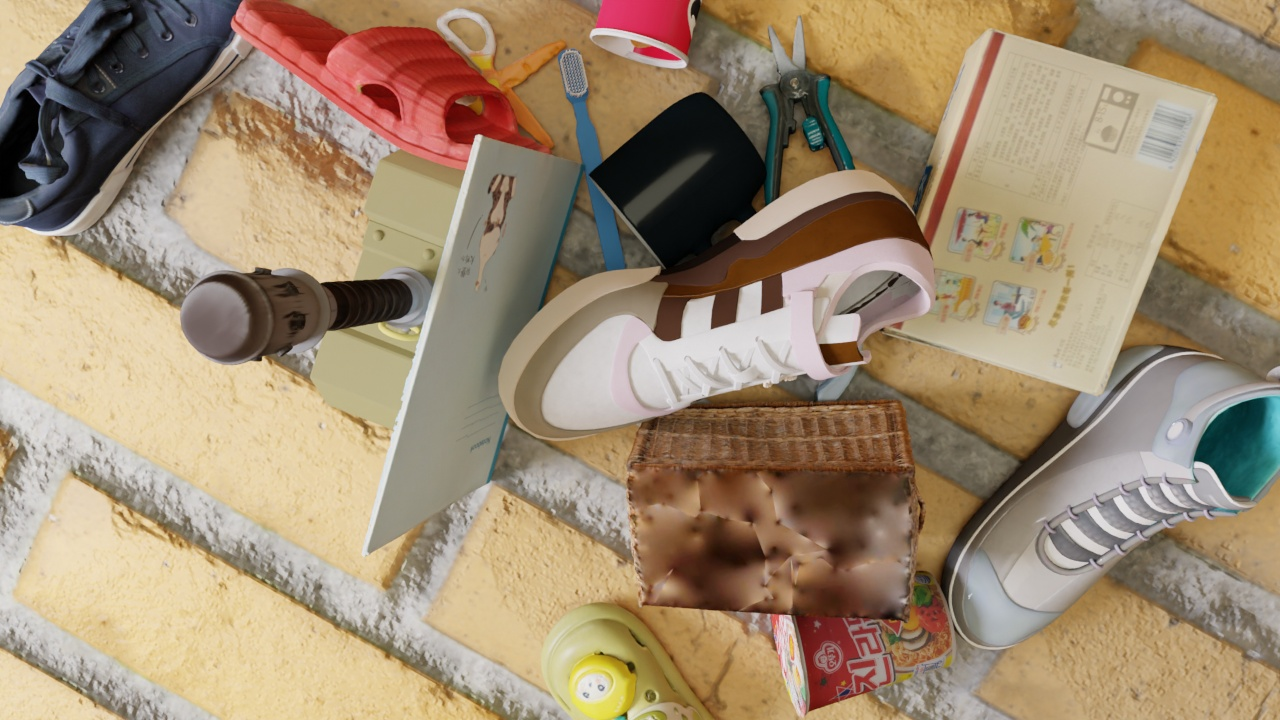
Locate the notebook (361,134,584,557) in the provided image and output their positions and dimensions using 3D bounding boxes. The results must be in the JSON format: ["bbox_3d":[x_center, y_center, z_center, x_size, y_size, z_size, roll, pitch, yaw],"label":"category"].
[{"bbox_3d":[-0.102,-0.013,0.598,0.009,0.180,0.254,20,102,11],"label":"notebook"}]

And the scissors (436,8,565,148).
[{"bbox_3d":[-0.110,-0.202,0.669,0.125,0.011,0.131,-30,93,9],"label":"scissors"}]

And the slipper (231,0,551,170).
[{"bbox_3d":[-0.166,-0.198,0.620,0.249,0.103,0.059,31,116,10],"label":"slipper"}]

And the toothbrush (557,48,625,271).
[{"bbox_3d":[-0.034,-0.141,0.663,0.016,0.014,0.166,-13,98,-7],"label":"toothbrush"}]

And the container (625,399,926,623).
[{"bbox_3d":[0.089,0.098,0.619,0.199,0.112,0.114,-1,106,11],"label":"container"}]

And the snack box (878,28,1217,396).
[{"bbox_3d":[0.266,-0.096,0.622,0.153,0.055,0.207,18,98,3],"label":"snack box"}]

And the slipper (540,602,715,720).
[{"bbox_3d":[-0.002,0.271,0.679,0.092,0.081,0.190,-40,94,11],"label":"slipper"}]

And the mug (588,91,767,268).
[{"bbox_3d":[0.039,-0.110,0.626,0.094,0.085,0.121,-40,91,4],"label":"mug"}]

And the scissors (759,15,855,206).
[{"bbox_3d":[0.111,-0.159,0.640,0.119,0.019,0.151,-44,79,5],"label":"scissors"}]

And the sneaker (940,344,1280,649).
[{"bbox_3d":[0.305,0.103,0.589,0.093,0.160,0.257,38,97,0],"label":"sneaker"}]

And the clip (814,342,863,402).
[{"bbox_3d":[0.122,-0.027,0.660,0.169,0.031,0.164,-25,95,9],"label":"clip"}]

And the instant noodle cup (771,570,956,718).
[{"bbox_3d":[0.156,0.191,0.650,0.112,0.100,0.100,-9,95,-1],"label":"instant noodle cup"}]

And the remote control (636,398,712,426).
[{"bbox_3d":[0.066,0.067,0.683,0.146,0.008,0.045,33,98,1],"label":"remote control"}]

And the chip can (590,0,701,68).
[{"bbox_3d":[0.028,-0.316,0.613,0.069,0.069,0.220,16,97,3],"label":"chip can"}]

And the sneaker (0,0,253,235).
[{"bbox_3d":[-0.374,-0.205,0.639,0.120,0.127,0.295,43,96,1],"label":"sneaker"}]

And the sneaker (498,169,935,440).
[{"bbox_3d":[0.051,-0.007,0.579,0.294,0.116,0.112,-24,128,3],"label":"sneaker"}]

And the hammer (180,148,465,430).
[{"bbox_3d":[-0.158,-0.035,0.534,0.101,0.324,0.190,21,98,3],"label":"hammer"}]
